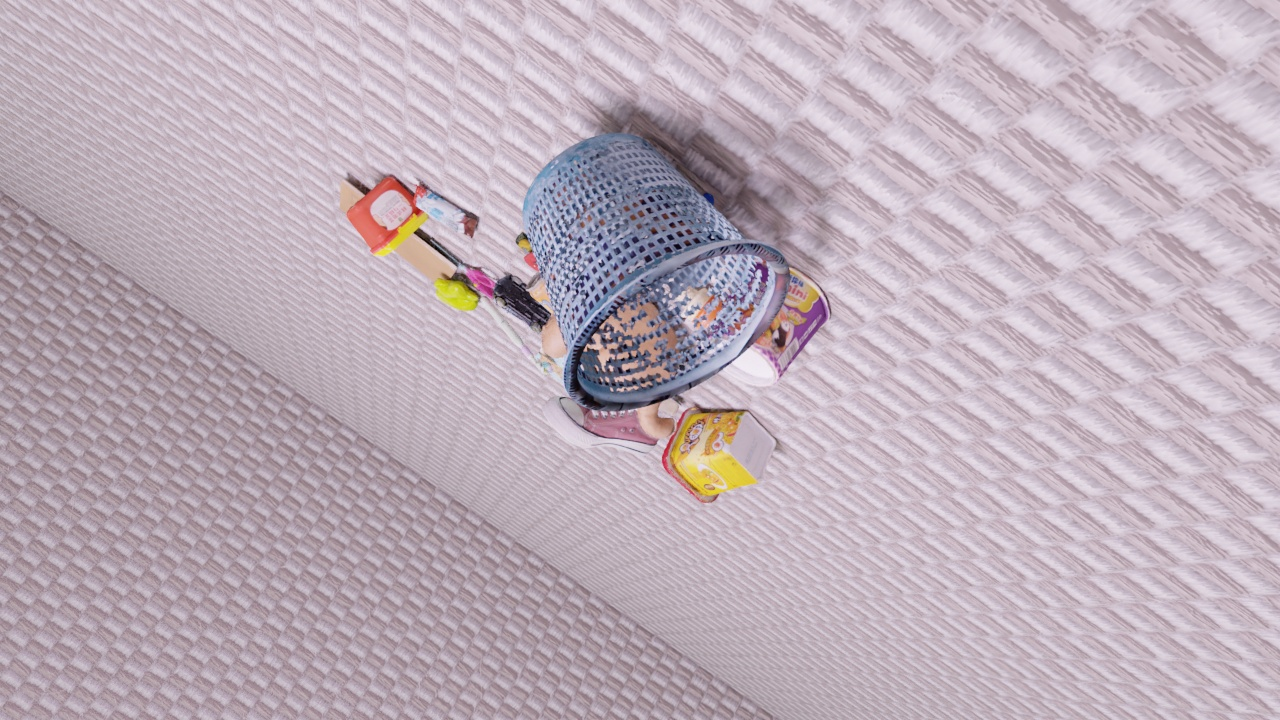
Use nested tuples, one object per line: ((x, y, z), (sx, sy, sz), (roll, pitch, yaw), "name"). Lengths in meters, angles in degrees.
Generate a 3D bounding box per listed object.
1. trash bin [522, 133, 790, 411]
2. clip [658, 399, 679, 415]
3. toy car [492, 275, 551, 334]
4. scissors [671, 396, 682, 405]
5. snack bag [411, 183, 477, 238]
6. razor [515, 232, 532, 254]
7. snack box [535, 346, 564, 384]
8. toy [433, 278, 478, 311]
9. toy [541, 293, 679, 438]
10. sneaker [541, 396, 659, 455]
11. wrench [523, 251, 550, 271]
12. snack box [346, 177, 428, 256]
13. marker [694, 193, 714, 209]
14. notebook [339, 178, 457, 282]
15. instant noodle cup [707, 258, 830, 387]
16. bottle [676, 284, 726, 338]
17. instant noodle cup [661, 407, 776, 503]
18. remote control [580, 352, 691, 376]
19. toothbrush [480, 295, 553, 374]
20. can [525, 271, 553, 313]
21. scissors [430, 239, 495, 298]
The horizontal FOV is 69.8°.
((-0.006, -0.096, 0.856), (0.195, 0.226, 0.227), (60, 169, 27), "trash bin")
((0.005, 0.049, 1.361), (0.102, 0.035, 0.095), (29, 172, -12), "clip")
((-0.166, -0.079, 1.322), (0.105, 0.048, 0.031), (37, 155, -5), "toy car")
((0.006, 0.011, 1.315), (0.175, 0.014, 0.133), (31, 158, 9), "scissors")
((-0.268, -0.203, 1.240), (0.105, 0.026, 0.045), (33, 148, 1), "snack bag")
((-0.120, -0.156, 1.141), (0.043, 0.028, 0.133), (43, 154, -12), "razor")
((-0.103, -0.012, 1.346), (0.074, 0.051, 0.175), (40, 162, -2), "snack box")
((-0.288, -0.101, 1.444), (0.097, 0.031, 0.100), (15, 165, 24), "toy")
((-0.015, -0.005, 1.155), (0.226, 0.143, 0.082), (46, -176, -4), "toy")
((-0.045, 0.084, 1.405), (0.240, 0.088, 0.118), (19, -153, -46), "sneaker")
((-0.059, -0.141, 1.067), (0.056, 0.016, 0.274), (37, 152, -24), "wrench")
((-0.353, -0.202, 1.278), (0.080, 0.091, 0.082), (50, 153, -19), "snack box")
((0.050, -0.136, 0.965), (0.017, 0.016, 0.146), (34, 157, -1), "marker")
((-0.377, -0.190, 1.415), (0.207, 0.008, 0.148), (38, 163, -10), "notebook")
((0.127, -0.034, 0.961), (0.111, 0.099, 0.112), (30, 158, 13), "instant noodle cup")
((0.101, -0.035, 1.047), (0.149, 0.066, 0.067), (39, 158, 5), "bottle")
((0.114, 0.129, 1.298), (0.124, 0.116, 0.116), (-15, 128, 47), "instant noodle cup")
((-0.007, 0.007, 1.221), (0.150, 0.021, 0.058), (2, 154, -8), "remote control")
((-0.190, -0.041, 1.375), (0.189, 0.020, 0.029), (45, -168, 33), "toothbrush")
((-0.080, -0.067, 1.219), (0.146, 0.058, 0.058), (42, 156, -18), "can")
((-0.262, -0.138, 1.373), (0.135, 0.017, 0.108), (42, 163, -16), "scissors")
